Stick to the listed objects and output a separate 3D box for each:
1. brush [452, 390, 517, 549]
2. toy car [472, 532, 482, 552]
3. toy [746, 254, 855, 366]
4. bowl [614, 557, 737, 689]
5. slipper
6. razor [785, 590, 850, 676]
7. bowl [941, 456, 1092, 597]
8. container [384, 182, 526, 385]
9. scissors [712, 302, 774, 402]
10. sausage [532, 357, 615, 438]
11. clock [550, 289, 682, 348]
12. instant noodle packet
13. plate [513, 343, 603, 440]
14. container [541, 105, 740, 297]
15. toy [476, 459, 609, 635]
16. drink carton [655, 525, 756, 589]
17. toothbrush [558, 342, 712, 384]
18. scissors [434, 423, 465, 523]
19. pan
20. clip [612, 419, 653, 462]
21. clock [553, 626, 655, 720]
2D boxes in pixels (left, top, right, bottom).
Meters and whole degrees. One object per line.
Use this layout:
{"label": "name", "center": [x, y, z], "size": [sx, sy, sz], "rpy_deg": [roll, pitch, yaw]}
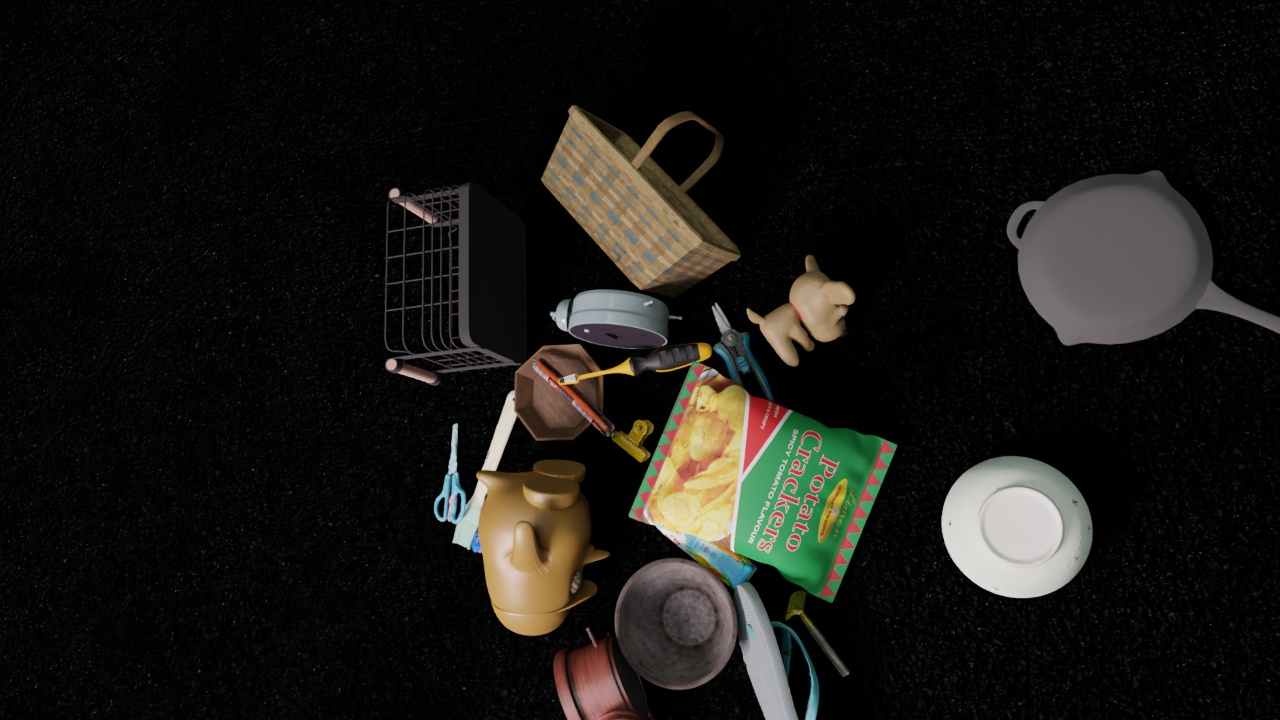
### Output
{"label": "brush", "center": [-0.200, 0.143, 1.217], "size": [0.033, 0.012, 0.217], "rpy_deg": [18, 85, 21]}
{"label": "toy car", "center": [-0.182, 0.233, 1.190], "size": [0.062, 0.033, 0.092], "rpy_deg": [32, 82, -12]}
{"label": "toy", "center": [0.193, -0.054, 1.078], "size": [0.108, 0.134, 0.106], "rpy_deg": [-40, 114, 8]}
{"label": "bowl", "center": [0.049, 0.304, 1.075], "size": [0.145, 0.067, 0.145], "rpy_deg": [-3, 80, 18]}
{"label": "slipper", "center": [0.165, 0.377, 1.024], "size": [0.054, 0.098, 0.268], "rpy_deg": [-12, 77, -18]}
{"label": "razor", "center": [0.202, 0.312, 1.033], "size": [0.026, 0.042, 0.106], "rpy_deg": [-35, 94, 22]}
{"label": "bowl", "center": [0.402, 0.176, 0.977], "size": [0.153, 0.073, 0.153], "rpy_deg": [-3, 79, 17]}
{"label": "container", "center": [-0.242, -0.100, 1.187], "size": [0.130, 0.162, 0.241], "rpy_deg": [-6, 77, 17]}
{"label": "scissors", "center": [0.127, -0.004, 1.127], "size": [0.137, 0.019, 0.129], "rpy_deg": [21, 79, 13]}
{"label": "sausage", "center": [-0.085, 0.045, 1.160], "size": [0.155, 0.020, 0.020], "rpy_deg": [42, 95, 20]}
{"label": "clock", "center": [-0.036, -0.049, 1.137], "size": [0.160, 0.122, 0.045], "rpy_deg": [0, 76, 32]}
{"label": "instant noodle packet", "center": [0.140, 0.138, 1.054], "size": [0.253, 0.090, 0.195], "rpy_deg": [23, 89, 3]}
{"label": "plate", "center": [-0.102, 0.042, 1.192], "size": [0.131, 0.025, 0.131], "rpy_deg": [-3, 80, 18]}
{"label": "container", "center": [0.021, -0.219, 1.131], "size": [0.187, 0.157, 0.250], "rpy_deg": [-47, 70, 17]}
{"label": "toy", "center": [-0.120, 0.235, 1.109], "size": [0.162, 0.198, 0.203], "rpy_deg": [4, 102, 2]}
{"label": "drink carton", "center": [0.077, 0.221, 1.092], "size": [0.129, 0.044, 0.038], "rpy_deg": [36, 93, 19]}
{"label": "toothbrush", "center": [-0.007, 0.007, 1.148], "size": [0.197, 0.031, 0.031], "rpy_deg": [-12, 80, 3]}
{"label": "scissors", "center": [-0.253, 0.151, 1.232], "size": [0.063, 0.015, 0.138], "rpy_deg": [-15, 65, 38]}
{"label": "pan", "center": [0.573, -0.087, 0.989], "size": [0.355, 0.024, 0.216], "rpy_deg": [28, 91, 20]}
{"label": "clip", "center": [-0.007, 0.095, 1.147], "size": [0.053, 0.039, 0.047], "rpy_deg": [38, 101, 22]}
{"label": "clock", "center": [-0.038, 0.395, 1.064], "size": [0.072, 0.120, 0.157], "rpy_deg": [-26, 65, 5]}
